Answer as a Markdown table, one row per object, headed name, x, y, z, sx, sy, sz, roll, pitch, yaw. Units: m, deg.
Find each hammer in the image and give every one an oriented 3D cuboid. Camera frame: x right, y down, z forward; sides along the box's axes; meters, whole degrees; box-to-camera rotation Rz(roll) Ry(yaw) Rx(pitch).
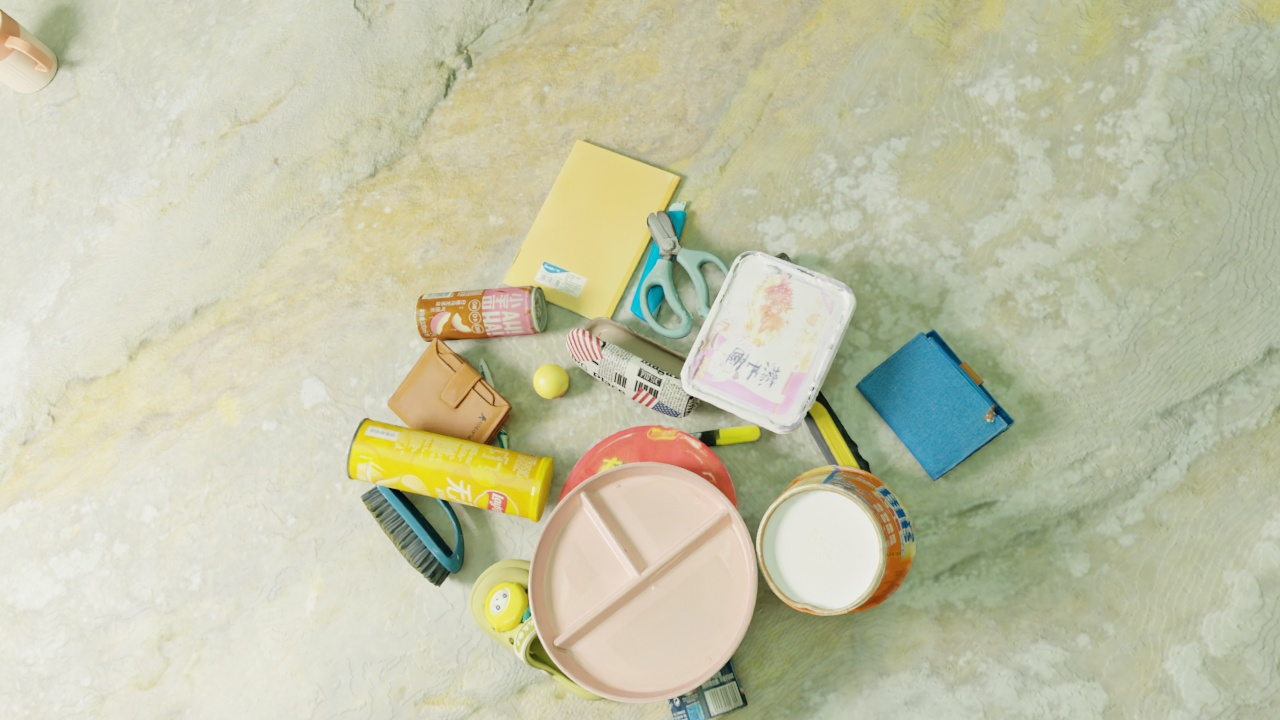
| name | x | y | z | sx | sy | sz | roll | pitch | yaw |
| --- | --- | --- | --- | --- | --- | --- | --- | --- | --- |
| hammer | 0.179 | 0.041 | 0.996 | 0.126 | 0.032 | 0.323 | -28 | 72 | 1 |

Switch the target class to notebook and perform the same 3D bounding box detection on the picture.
| name | x | y | z | sx | sy | sz | roll | pitch | yaw |
| --- | --- | --- | --- | --- | --- | --- | --- | --- | --- |
| notebook | -0.059 | -0.158 | 1.107 | 0.146 | 0.010 | 0.206 | 23 | 79 | 15 |

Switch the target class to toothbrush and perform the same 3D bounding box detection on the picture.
| name | x | y | z | sx | sy | sz | roll | pitch | yaw |
| --- | --- | --- | --- | --- | --- | --- | --- | --- | --- |
| toothbrush | -0.157 | 0.083 | 1.051 | 0.018 | 0.016 | 0.191 | -16 | 72 | -6 |

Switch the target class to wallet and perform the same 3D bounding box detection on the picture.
| name | x | y | z | sx | sy | sz | roll | pitch | yaw |
| --- | --- | --- | --- | --- | --- | --- | --- | --- | --- |
| wallet | 0.310 | 0.044 | 0.968 | 0.106 | 0.040 | 0.133 | -39 | 71 | 6 |
| wallet | -0.218 | 0.052 | 1.052 | 0.132 | 0.031 | 0.108 | 41 | 101 | 17 |

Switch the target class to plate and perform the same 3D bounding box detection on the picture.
| name | x | y | z | sx | sy | sz | roll | pitch | yaw |
| --- | --- | --- | --- | --- | --- | --- | --- | --- | --- |
| plate | 0.002 | 0.213 | 0.896 | 0.230 | 0.028 | 0.229 | -6 | 68 | 14 |

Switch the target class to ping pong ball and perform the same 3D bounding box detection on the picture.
| name | x | y | z | sx | sy | sz | roll | pitch | yaw |
| --- | --- | --- | --- | --- | --- | --- | --- | --- | --- |
| ping pong ball | -0.102 | 0.024 | 1.045 | 0.040 | 0.040 | 0.040 | -3 | 73 | 9 |

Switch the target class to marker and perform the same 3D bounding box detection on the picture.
| name | x | y | z | sx | sy | sz | roll | pitch | yaw |
| --- | --- | --- | --- | --- | --- | --- | --- | --- | --- |
| marker | 0.070 | 0.087 | 1.011 | 0.124 | 0.015 | 0.018 | -8 | 72 | 11 |

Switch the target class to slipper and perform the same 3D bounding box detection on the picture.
| name | x | y | z | sx | sy | sz | roll | pitch | yaw |
| --- | --- | --- | --- | --- | --- | --- | --- | --- | --- |
| slipper | -0.096 | 0.276 | 0.951 | 0.190 | 0.082 | 0.091 | 32 | 79 | 14 |

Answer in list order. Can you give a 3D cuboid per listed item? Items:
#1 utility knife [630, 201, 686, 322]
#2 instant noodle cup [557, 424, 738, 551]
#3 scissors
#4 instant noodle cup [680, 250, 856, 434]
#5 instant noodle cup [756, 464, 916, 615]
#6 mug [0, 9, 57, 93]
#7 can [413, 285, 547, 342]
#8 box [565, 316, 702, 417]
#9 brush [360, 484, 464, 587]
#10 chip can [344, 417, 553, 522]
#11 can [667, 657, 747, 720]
| name | x | y | z | sx | sy | sz | roll | pitch | yaw |
| --- | --- | --- | --- | --- | --- | --- | --- | --- | --- |
| utility knife | 0.024 | -0.119 | 1.077 | 0.034 | 0.018 | 0.159 | 14 | 75 | 13 |
| instant noodle cup | 0.011 | 0.169 | 0.963 | 0.194 | 0.066 | 0.193 | -5 | 68 | 13 |
| scissors | 0.025 | -0.096 | 1.050 | 0.129 | 0.019 | 0.185 | -40 | 61 | -2 |
| instant noodle cup | 0.136 | -0.015 | 0.971 | 0.138 | 0.060 | 0.173 | 23 | 80 | 15 |
| instant noodle cup | 0.185 | 0.178 | 0.893 | 0.151 | 0.111 | 0.151 | -2 | 85 | 22 |
| mug | -0.876 | -0.432 | 1.280 | 0.114 | 0.106 | 0.081 | 16 | 77 | 14 |
| can | -0.187 | -0.054 | 1.074 | 0.147 | 0.058 | 0.057 | -4 | 73 | 9 |
| box | -0.009 | 0.008 | 1.010 | 0.163 | 0.087 | 0.076 | 29 | 95 | 14 |
| brush | -0.244 | 0.178 | 1.017 | 0.073 | 0.055 | 0.144 | -44 | 71 | -8 |
| chip can | -0.204 | 0.118 | 0.991 | 0.213 | 0.072 | 0.072 | 12 | 76 | 3 |
| can | 0.055 | 0.304 | 0.917 | 0.075 | 0.075 | 0.111 | -20 | 71 | 3 |
